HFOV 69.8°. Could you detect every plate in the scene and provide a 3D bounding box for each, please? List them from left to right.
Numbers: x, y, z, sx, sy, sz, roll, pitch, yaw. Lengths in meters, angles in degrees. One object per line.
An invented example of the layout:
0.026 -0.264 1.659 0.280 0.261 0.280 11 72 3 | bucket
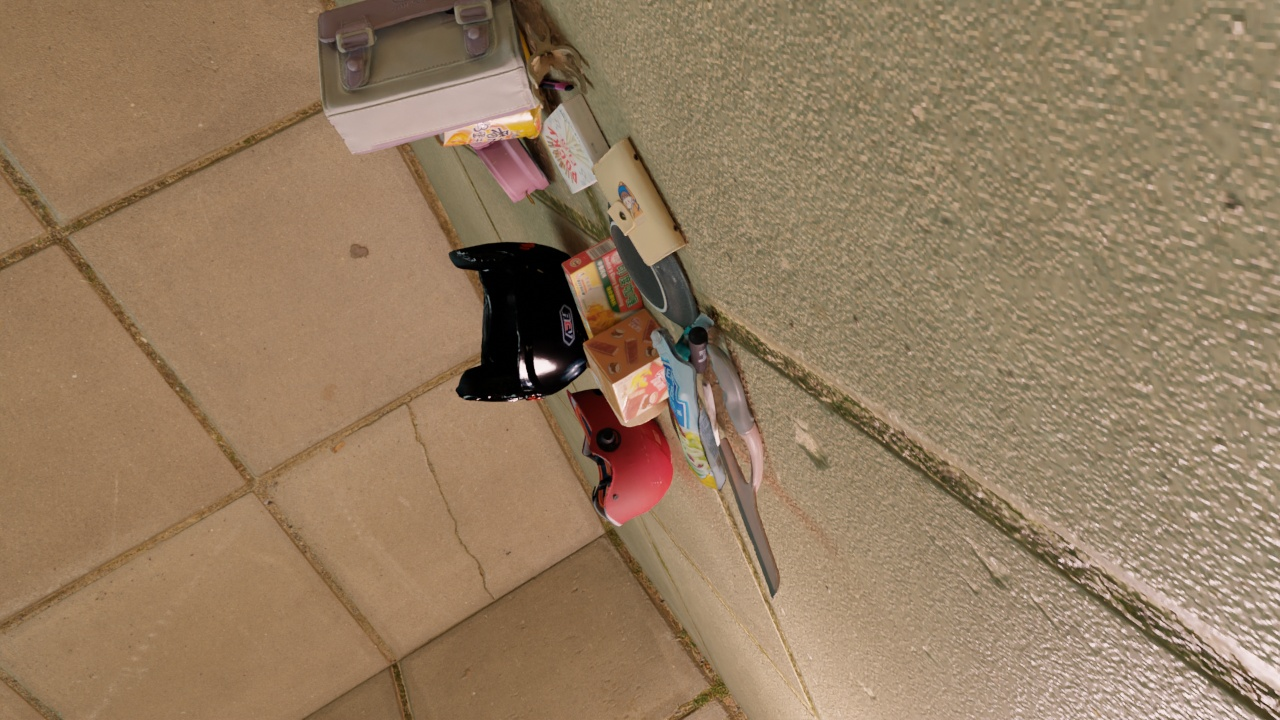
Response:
0.005 -0.105 0.993 0.179 0.024 0.180 57 169 17 | plate

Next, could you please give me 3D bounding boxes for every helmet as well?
-0.162 -0.060 1.355 0.275 0.229 0.233 -159 64 -65 | helmet
-0.027 0.145 1.525 0.207 0.144 0.240 126 128 -78 | helmet

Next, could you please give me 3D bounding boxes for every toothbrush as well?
-0.103 -0.300 0.999 0.018 0.014 0.189 54 173 -30 | toothbrush
0.086 0.074 1.126 0.016 0.016 0.180 50 166 32 | toothbrush

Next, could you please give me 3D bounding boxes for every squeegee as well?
0.107 0.078 0.979 0.247 0.040 0.250 -105 0 -54 | squeegee

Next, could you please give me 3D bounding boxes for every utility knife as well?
0.055 -0.023 0.996 0.029 0.013 0.217 30 168 1 | utility knife

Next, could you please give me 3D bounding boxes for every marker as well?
0.060 -0.010 0.969 0.022 0.020 0.132 35 171 11 | marker

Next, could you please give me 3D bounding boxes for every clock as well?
-0.189 -0.285 1.235 0.158 0.060 0.117 54 -179 -24 | clock

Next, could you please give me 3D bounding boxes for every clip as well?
-0.097 -0.282 0.876 0.103 0.092 0.035 42 163 25 | clip

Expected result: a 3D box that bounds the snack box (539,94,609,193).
-0.069 -0.230 0.994 0.085 0.027 0.157 62 169 -11 | snack box

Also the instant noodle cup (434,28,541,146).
-0.185 -0.304 1.024 0.138 0.109 0.138 162 90 -72 | instant noodle cup

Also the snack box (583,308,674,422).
-0.007 0.007 1.160 0.077 0.094 0.093 53 167 34 | snack box

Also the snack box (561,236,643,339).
-0.041 -0.078 1.136 0.027 0.077 0.156 52 167 39 | snack box

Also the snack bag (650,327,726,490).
0.054 0.054 1.040 0.110 0.039 0.191 -110 2 -54 | snack bag

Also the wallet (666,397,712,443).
0.064 0.085 1.226 0.101 0.032 0.125 55 168 37 | wallet

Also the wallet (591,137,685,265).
-0.006 -0.149 0.890 0.115 0.024 0.087 59 158 -5 | wallet

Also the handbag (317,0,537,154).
-0.214 -0.304 0.911 0.098 0.197 0.144 75 -179 -65 | handbag

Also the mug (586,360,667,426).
-0.016 0.022 1.322 0.103 0.084 0.124 62 -166 -20 | mug
